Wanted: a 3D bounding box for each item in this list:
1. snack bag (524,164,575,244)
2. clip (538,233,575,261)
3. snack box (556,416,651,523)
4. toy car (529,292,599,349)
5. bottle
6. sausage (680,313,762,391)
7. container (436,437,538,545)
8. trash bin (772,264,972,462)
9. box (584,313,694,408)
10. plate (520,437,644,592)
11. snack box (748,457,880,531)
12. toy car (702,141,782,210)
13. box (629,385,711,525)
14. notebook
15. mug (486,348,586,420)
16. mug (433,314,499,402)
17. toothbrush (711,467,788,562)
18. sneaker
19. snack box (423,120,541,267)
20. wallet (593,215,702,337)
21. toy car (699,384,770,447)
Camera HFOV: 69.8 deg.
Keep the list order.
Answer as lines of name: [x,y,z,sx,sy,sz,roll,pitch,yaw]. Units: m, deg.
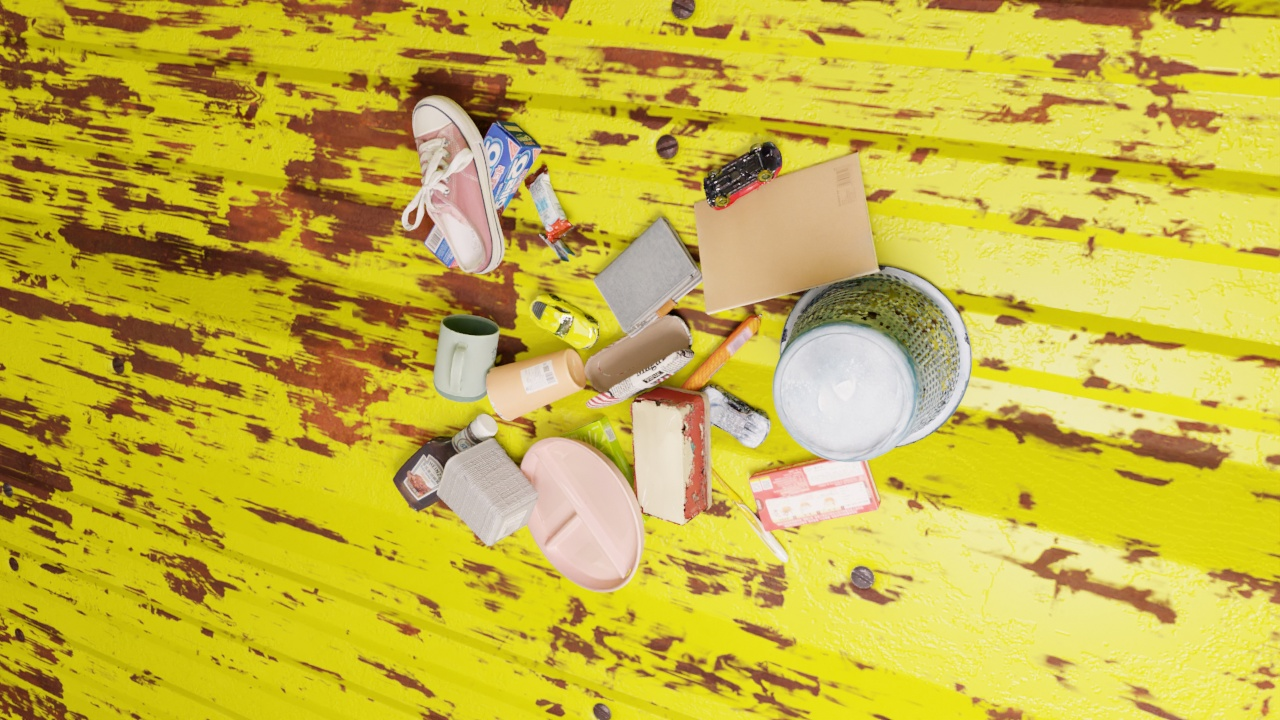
snack bag: [-0.124,-0.208,1.219,0.045,0.026,0.105,-33,74,34]
clip: [-0.114,-0.156,1.233,0.036,0.025,0.058,-45,77,19]
snack box: [-0.054,0.164,1.279,0.086,0.026,0.156,-23,93,27]
toy car: [-0.105,-0.052,1.249,0.105,0.032,0.048,30,112,13]
bottle: [-0.287,0.147,1.368,0.195,0.044,0.080,-40,86,25]
sausage: [0.100,-0.002,1.175,0.021,0.021,0.165,47,115,8]
container: [-0.213,0.188,1.300,0.114,0.090,0.090,43,133,21]
trash bin: [0.243,0.017,1.022,0.227,0.194,0.227,6,105,23]
box: [-0.007,0.008,1.190,0.163,0.086,0.076,-28,104,23]
plate: [-0.081,0.210,1.267,0.230,0.028,0.230,18,118,37]
snack box: [0.218,0.165,1.160,0.153,0.025,0.075,-17,96,26]
toy car: [0.125,-0.222,1.105,0.106,0.031,0.049,-29,60,28]
box: [0.037,0.125,1.184,0.091,0.078,0.168,11,113,35]
notebook: [0.166,-0.149,1.087,0.212,0.012,0.149,-13,71,26]
mug: [-0.141,0.029,1.261,0.123,0.078,0.078,-19,94,22]
mug: [-0.247,0.003,1.279,0.082,0.111,0.106,12,110,-4]
toothbrush: [0.129,0.191,1.208,0.016,0.018,0.191,-44,81,27]
sneaker: [-0.248,-0.226,1.175,0.118,0.087,0.241,-17,90,29]
snack box: [-0.215,-0.222,1.242,0.057,0.058,0.208,42,115,13]
wallet: [0.011,-0.104,1.180,0.130,0.037,0.106,-40,69,25]
toy car: [0.116,0.072,1.181,0.105,0.031,0.049,30,111,16]
